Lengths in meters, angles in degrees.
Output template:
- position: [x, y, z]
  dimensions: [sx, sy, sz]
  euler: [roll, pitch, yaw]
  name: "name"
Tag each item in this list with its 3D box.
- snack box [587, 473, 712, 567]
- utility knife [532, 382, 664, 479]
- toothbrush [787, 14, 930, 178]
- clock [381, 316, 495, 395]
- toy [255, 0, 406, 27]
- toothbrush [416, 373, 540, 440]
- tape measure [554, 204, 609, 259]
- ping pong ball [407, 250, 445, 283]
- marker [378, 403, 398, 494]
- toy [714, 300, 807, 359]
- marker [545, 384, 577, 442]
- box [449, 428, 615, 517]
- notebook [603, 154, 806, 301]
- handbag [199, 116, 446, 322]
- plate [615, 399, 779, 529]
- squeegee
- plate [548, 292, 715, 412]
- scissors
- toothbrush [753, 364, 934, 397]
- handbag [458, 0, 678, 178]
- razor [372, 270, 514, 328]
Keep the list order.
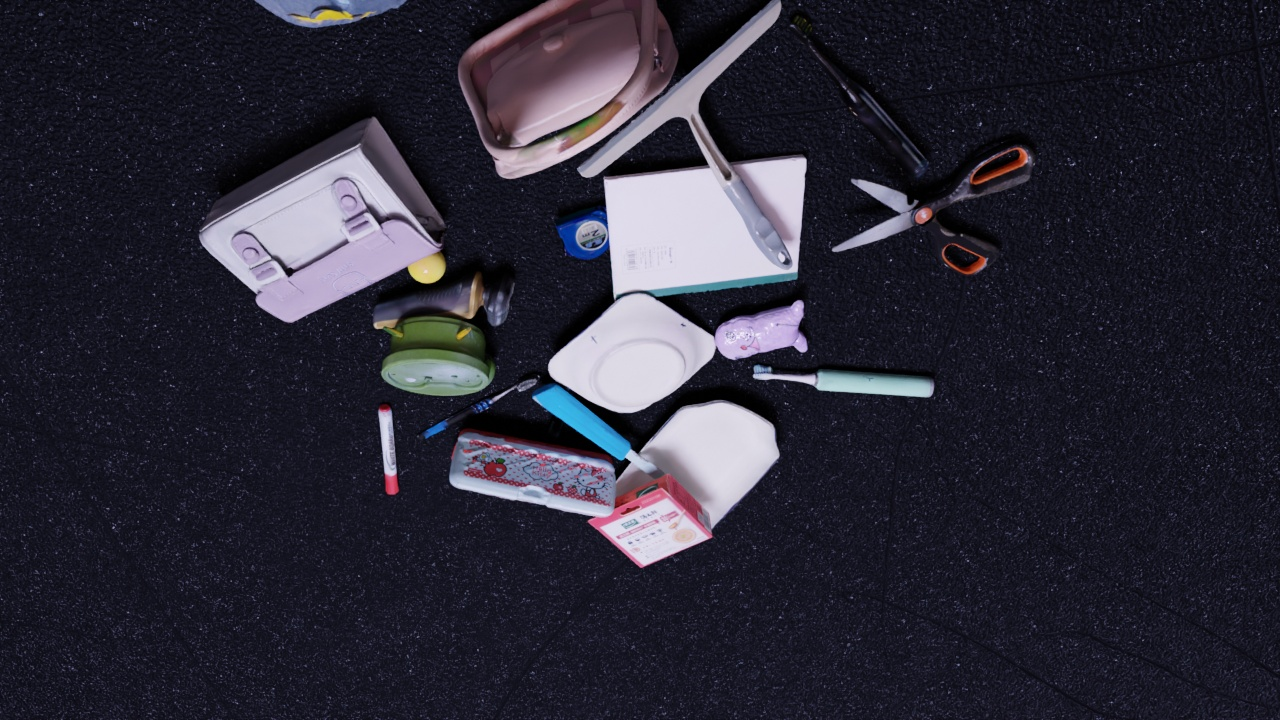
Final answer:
- position: [0.012, 0.201, 1.180]
  dimensions: [0.113, 0.044, 0.127]
  euler: [-27, 129, 20]
  name: "snack box"
- position: [-0.044, 0.093, 1.127]
  dimensions: [0.209, 0.018, 0.034]
  euler: [39, 116, -23]
  name: "utility knife"
- position: [0.214, -0.257, 0.900]
  dimensions: [0.212, 0.026, 0.027]
  euler: [39, 82, -26]
  name: "toothbrush"
- position: [-0.225, 0.001, 1.034]
  dimensions: [0.116, 0.056, 0.161]
  euler: [1, 159, 0]
  name: "clock"
- position: [-0.258, -0.354, 0.762]
  dimensions: [0.356, 0.091, 0.138]
  euler: [-15, 115, 6]
  name: "toy"
- position: [-0.202, 0.060, 1.130]
  dimensions: [0.190, 0.016, 0.014]
  euler: [-26, 117, 18]
  name: "toothbrush"
- position: [-0.059, -0.136, 0.977]
  dimensions: [0.058, 0.025, 0.054]
  euler: [-20, 129, -1]
  name: "tape measure"
- position: [-0.230, -0.103, 0.986]
  dimensions: [0.040, 0.040, 0.040]
  euler: [-1, 128, -2]
  name: "ping pong ball"
- position: [-0.320, 0.114, 1.164]
  dimensions: [0.017, 0.017, 0.145]
  euler: [3, 128, -5]
  name: "marker"
- position: [0.139, -0.030, 1.062]
  dimensions: [0.108, 0.038, 0.084]
  euler: [-14, 136, 6]
  name: "toy"
- position: [-0.090, 0.047, 1.121]
  dimensions: [0.020, 0.022, 0.132]
  euler: [22, 124, -2]
  name: "marker"
- position: [-0.135, 0.148, 1.131]
  dimensions: [0.201, 0.099, 0.113]
  euler: [13, 146, -11]
  name: "box"
- position: [0.070, -0.138, 0.979]
  dimensions: [0.209, 0.012, 0.151]
  euler: [-7, 128, -5]
  name: "notebook"
- position: [-0.317, -0.133, 0.930]
  dimensions: [0.197, 0.098, 0.145]
  euler: [-23, 131, 15]
  name: "handbag"
- position: [0.063, 0.143, 1.194]
  dimensions: [0.162, 0.034, 0.266]
  euler: [25, 123, -19]
  name: "plate"
- position: [0.090, -0.183, 0.916]
  dimensions: [0.246, 0.039, 0.246]
  euler: [-42, 125, -3]
  name: "squeegee"
- position: [-0.006, 0.006, 1.065]
  dimensions: [0.165, 0.034, 0.163]
  euler: [-39, 133, 25]
  name: "plate"
- position: [0.315, -0.151, 0.964]
  dimensions: [0.221, 0.021, 0.230]
  euler: [-37, 130, 12]
  name: "scissors"
- position: [0.247, 0.025, 1.117]
  dimensions: [0.224, 0.027, 0.026]
  euler: [4, 160, -6]
  name: "toothbrush"
- position: [-0.061, -0.227, 0.776]
  dimensions: [0.193, 0.233, 0.093]
  euler: [-22, 127, 14]
  name: "handbag"
- position: [-0.219, -0.059, 1.016]
  dimensions: [0.168, 0.062, 0.068]
  euler: [-9, 129, 11]
  name: "razor"
